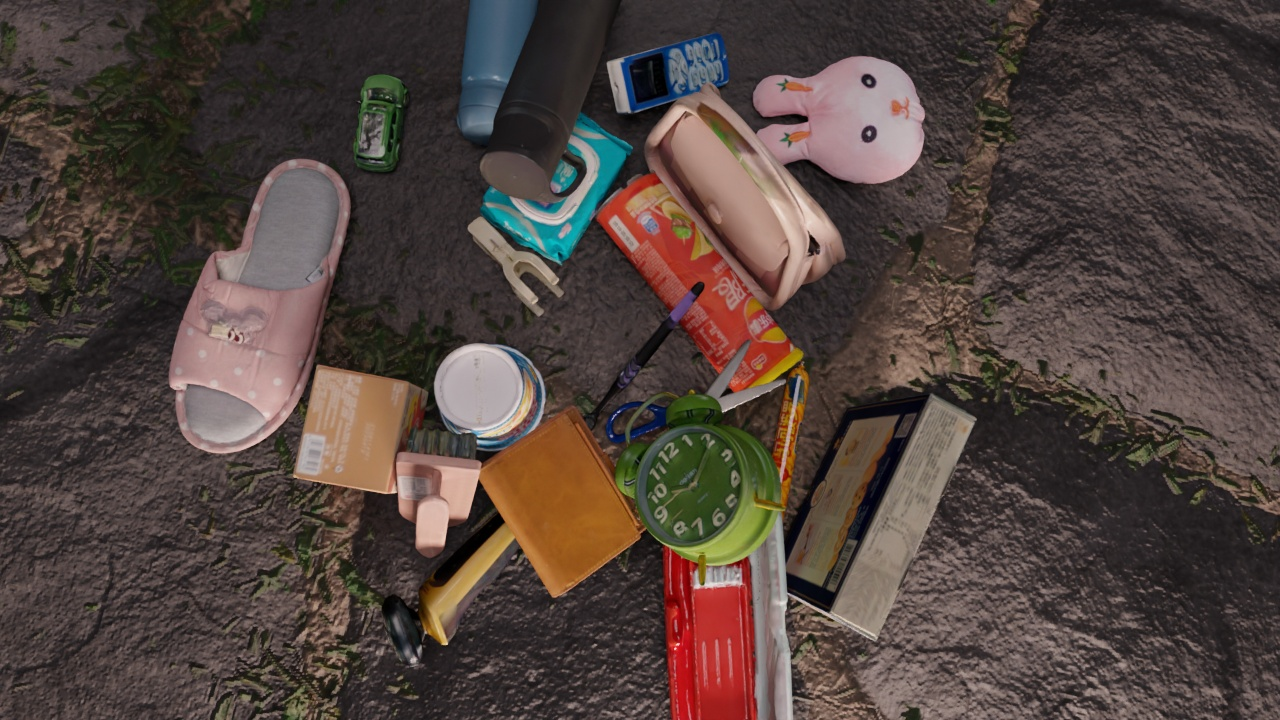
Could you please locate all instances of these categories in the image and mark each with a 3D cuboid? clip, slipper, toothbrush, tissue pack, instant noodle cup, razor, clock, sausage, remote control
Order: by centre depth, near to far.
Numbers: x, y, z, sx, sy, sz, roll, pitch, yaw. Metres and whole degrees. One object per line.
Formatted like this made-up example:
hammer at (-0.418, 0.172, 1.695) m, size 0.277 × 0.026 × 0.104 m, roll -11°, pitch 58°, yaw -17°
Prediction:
clock at (0.042, 0.095, 0.758) m, size 0.116 × 0.056 × 0.161 m, roll -46°, pitch 56°, yaw 11°
instant noodle cup at (-0.133, 0.027, 0.779) m, size 0.099 × 0.110 × 0.099 m, roll 0°, pitch 84°, yaw -3°
razor at (-0.155, 0.184, 0.789) m, size 0.167 × 0.062 × 0.067 m, roll -47°, pitch 117°, yaw -12°
toothbrush at (-0.005, 0.005, 0.802) m, size 0.014 × 0.016 × 0.189 m, roll 39°, pitch 106°, yaw -1°
slipper at (-0.331, -0.051, 0.805) m, size 0.114 × 0.054 × 0.274 m, roll 19°, pitch 82°, yaw -1°
clip at (-0.112, -0.088, 0.816) m, size 0.035 × 0.087 × 0.104 m, roll -42°, pitch 98°, yaw -7°
sausage at (0.131, 0.081, 0.832) m, size 0.021 × 0.021 × 0.165 m, roll 12°, pitch 82°, yaw -2°
tissue pack at (-0.076, -0.164, 0.835) m, size 0.093 × 0.050 × 0.133 m, roll 30°, pitch 82°, yaw 2°
remote control at (0.027, -0.264, 0.842) m, size 0.124 × 0.024 × 0.049 m, roll -25°, pitch 114°, yaw -29°

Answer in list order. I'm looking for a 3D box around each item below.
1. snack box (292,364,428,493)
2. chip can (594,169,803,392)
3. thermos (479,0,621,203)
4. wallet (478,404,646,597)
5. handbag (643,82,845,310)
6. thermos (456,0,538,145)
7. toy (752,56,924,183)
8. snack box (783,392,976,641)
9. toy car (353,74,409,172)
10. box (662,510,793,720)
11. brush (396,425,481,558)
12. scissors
snack box at (-0.233, 0.060, 0.777) m, size 0.077 × 0.094 × 0.092 m, roll 10°, pitch 82°, yaw -2°
chip can at (0.050, -0.066, 0.820) m, size 0.073 × 0.073 × 0.216 m, roll -39°, pitch 87°, yaw -7°
thermos at (-0.068, -0.246, 0.805) m, size 0.090 × 0.069 × 0.242 m, roll 34°, pitch 58°, yaw -33°
wallet at (-0.060, 0.116, 0.791) m, size 0.118 × 0.035 × 0.130 m, roll -33°, pitch 98°, yaw -23°
handbag at (0.087, -0.145, 0.749) m, size 0.093 × 0.234 × 0.193 m, roll -39°, pitch 86°, yaw 1°
thermos at (-0.129, -0.309, 0.843) m, size 0.070 × 0.070 × 0.220 m, roll 6°, pitch 83°, yaw -3°
toy at (0.185, -0.223, 0.858) m, size 0.159 × 0.054 × 0.121 m, roll -1°, pitch 83°, yaw 5°
snack box at (0.180, 0.121, 0.749) m, size 0.046 × 0.182 × 0.177 m, roll 27°, pitch 82°, yaw -3°
toy car at (-0.239, -0.220, 0.841) m, size 0.043 × 0.036 × 0.091 m, roll 5°, pitch 79°, yaw -1°
box at (0.072, 0.220, 0.772) m, size 0.095 × 0.100 × 0.201 m, roll -1°, pitch 82°, yaw -10°
brush at (-0.168, 0.112, 0.751) m, size 0.063 × 0.146 × 0.073 m, roll 7°, pitch 59°, yaw -12°
scissors at (0.041, 0.050, 0.803) m, size 0.163 × 0.012 × 0.162 m, roll 14°, pitch 105°, yaw 16°
